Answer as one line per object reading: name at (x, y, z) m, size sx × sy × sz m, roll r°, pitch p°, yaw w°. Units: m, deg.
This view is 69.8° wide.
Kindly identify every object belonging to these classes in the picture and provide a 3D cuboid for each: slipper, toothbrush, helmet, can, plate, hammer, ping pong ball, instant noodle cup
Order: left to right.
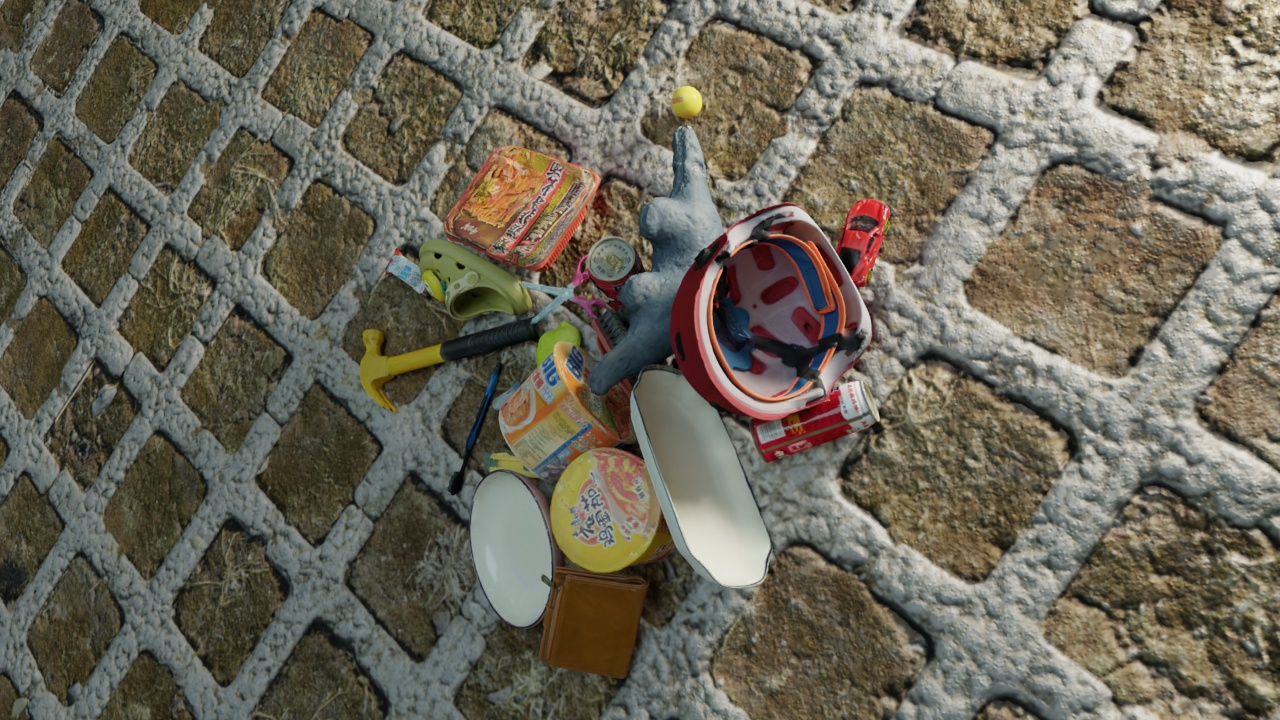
hammer at (-0.270, -0.011, 1.278) m, size 0.301 × 0.033 × 0.128 m, roll -14°, pitch 71°, yaw 23°
slipper at (-0.237, -0.100, 1.246) m, size 0.191 × 0.092 × 0.081 m, roll 24°, pitch 63°, yaw 25°
toothbrush at (-0.223, 0.091, 1.238) m, size 0.016 × 0.014 × 0.189 m, roll 10°, pitch 79°, yaw 53°
plate at (-0.145, 0.225, 1.113) m, size 0.193 × 0.039 × 0.192 m, roll 7°, pitch 100°, yaw 50°
instant noodle cup at (-0.155, -0.196, 1.231) m, size 0.189 × 0.079 × 0.164 m, roll 25°, pitch 73°, yaw 29°
instant noodle cup at (-0.090, 0.069, 1.101) m, size 0.112 × 0.151 × 0.151 m, roll -38°, pitch 62°, yaw 17°
can at (-0.028, -0.106, 1.138) m, size 0.066 × 0.094 × 0.066 m, roll -3°, pitch 69°, yaw 9°
instant noodle cup at (-0.017, 0.176, 1.054) m, size 0.138 × 0.109 × 0.138 m, roll -8°, pitch 72°, yaw 25°
ping pong ball at (0.060, -0.336, 1.196) m, size 0.040 × 0.040 × 0.040 m, roll -8°, pitch 73°, yaw 25°
plate at (0.058, 0.128, 1.006) m, size 0.034 × 0.161 × 0.265 m, roll -35°, pitch 64°, yaw 31°
helmet at (0.117, -0.037, 0.996) m, size 0.239 × 0.207 × 0.144 m, roll -42°, pitch 12°, yaw -29°
can at (0.191, 0.067, 1.010) m, size 0.133 × 0.053 × 0.053 m, roll -23°, pitch 67°, yaw 20°

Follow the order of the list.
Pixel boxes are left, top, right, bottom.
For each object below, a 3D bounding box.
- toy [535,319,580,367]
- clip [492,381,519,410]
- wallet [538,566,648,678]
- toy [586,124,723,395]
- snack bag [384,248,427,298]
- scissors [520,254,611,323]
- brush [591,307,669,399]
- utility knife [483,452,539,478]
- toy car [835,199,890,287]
toy at (-0.102, 0.002, 1.190) m, size 0.100 × 0.031 × 0.096 m, roll 33°, pitch 91°, yaw 27°
clip at (-0.174, 0.049, 1.220) m, size 0.058 × 0.043 × 0.026 m, roll -25°, pitch 69°, yaw 27°
wallet at (-0.061, 0.294, 1.030) m, size 0.119 × 0.035 × 0.131 m, roll 11°, pitch 113°, yaw -2°
toy at (0.039, -0.109, 1.089) m, size 0.092 × 0.137 × 0.355 m, roll -10°, pitch 60°, yaw 59°
snack bag at (-0.340, -0.129, 1.349) m, size 0.104 × 0.026 × 0.048 m, roll 26°, pitch 95°, yaw 29°
scissors at (-0.090, -0.093, 1.197) m, size 0.133 × 0.017 × 0.130 m, roll 14°, pitch 71°, yaw 5°
brush at (-0.007, 0.007, 1.128) m, size 0.069 × 0.063 × 0.145 m, roll -52°, pitch 57°, yaw 41°
utility knife at (-0.124, 0.136, 1.177) m, size 0.190 × 0.020 × 0.031 m, roll 1°, pitch 81°, yaw 22°
toy car at (0.250, -0.136, 1.051) m, size 0.049 × 0.031 × 0.106 m, roll 18°, pitch 83°, yaw 29°
